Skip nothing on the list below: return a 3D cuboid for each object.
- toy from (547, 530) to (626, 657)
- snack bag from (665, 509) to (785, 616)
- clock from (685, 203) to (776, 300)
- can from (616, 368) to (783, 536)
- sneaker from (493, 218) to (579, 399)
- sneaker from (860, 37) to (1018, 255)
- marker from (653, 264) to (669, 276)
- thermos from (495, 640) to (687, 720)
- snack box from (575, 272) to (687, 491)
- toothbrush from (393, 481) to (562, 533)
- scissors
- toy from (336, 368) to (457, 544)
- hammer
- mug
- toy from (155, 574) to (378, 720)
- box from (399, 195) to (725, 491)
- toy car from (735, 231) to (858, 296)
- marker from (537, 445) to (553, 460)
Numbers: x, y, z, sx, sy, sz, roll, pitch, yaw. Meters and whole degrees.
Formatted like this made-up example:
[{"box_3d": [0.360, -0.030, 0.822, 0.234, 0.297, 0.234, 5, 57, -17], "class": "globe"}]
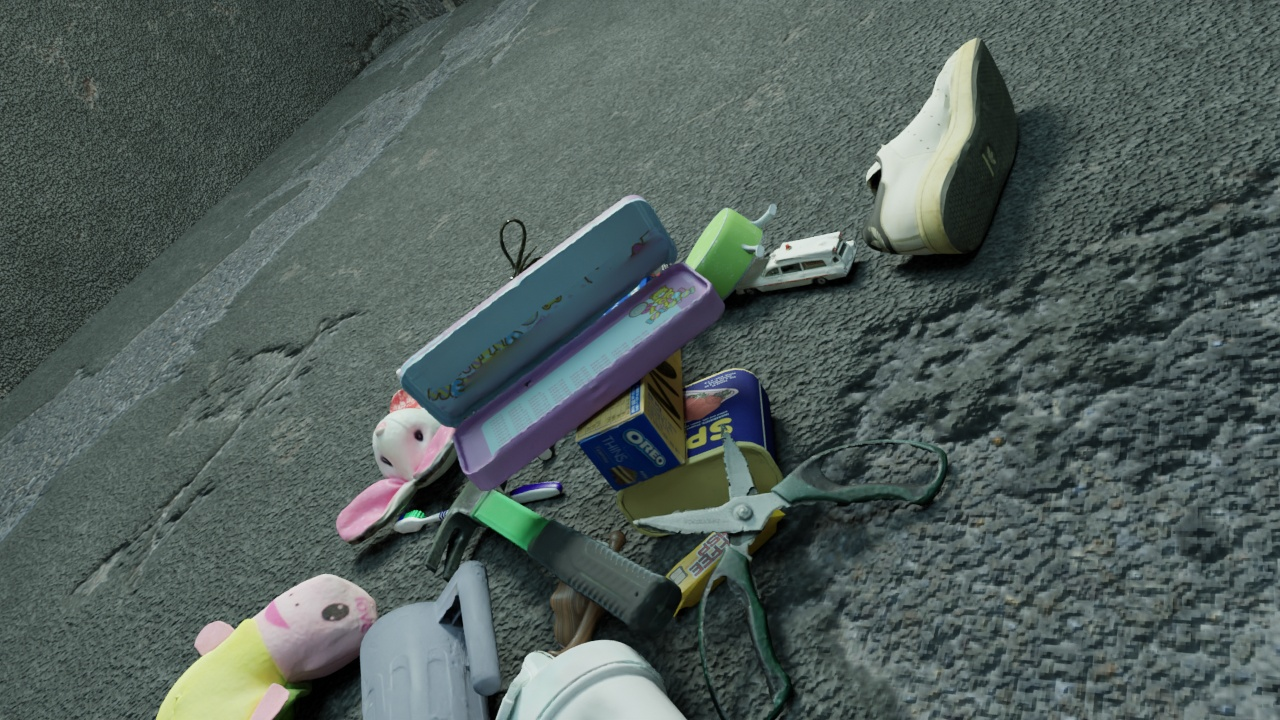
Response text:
[{"box_3d": [-0.040, 0.165, 0.628, 0.055, 0.041, 0.101, -27, 34, 48], "class": "toy"}, {"box_3d": [0.053, 0.129, 0.611, 0.099, 0.020, 0.026, -40, 33, -7], "class": "snack bag"}, {"box_3d": [0.072, -0.093, 0.851, 0.120, 0.042, 0.094, -50, 13, 44], "class": "clock"}, {"box_3d": [0.043, 0.065, 0.674, 0.116, 0.056, 0.092, -23, 32, 19], "class": "can"}, {"box_3d": [-0.106, -0.045, 0.840, 0.238, 0.143, 0.100, -13, 44, 20], "class": "sneaker"}, {"box_3d": [0.251, -0.175, 0.788, 0.103, 0.089, 0.240, -13, 41, 45], "class": "sneaker"}, {"box_3d": [0.022, -0.078, 0.882, 0.021, 0.023, 0.145, -8, 13, 1], "class": "marker"}, {"box_3d": [0.008, 0.223, 0.457, 0.099, 0.099, 0.220, -43, 36, -14], "class": "thermos"}, {"box_3d": [-0.004, 0.004, 0.695, 0.057, 0.056, 0.206, -26, 30, 18], "class": "snack box"}, {"box_3d": [-0.145, 0.128, 0.805, 0.187, 0.015, 0.016, -17, 31, 26], "class": "toothbrush"}, {"box_3d": [0.097, 0.120, 0.556, 0.202, 0.015, 0.201, -8, 56, 6], "class": "scissors"}, {"box_3d": [-0.218, 0.073, 0.885, 0.159, 0.084, 0.194, -39, 29, 21], "class": "toy"}, {"box_3d": [-0.068, 0.127, 0.644, 0.130, 0.032, 0.319, -52, 25, -16], "class": "hammer"}, {"box_3d": [-0.130, 0.210, 0.597, 0.124, 0.083, 0.104, -55, 28, 16], "class": "mug"}, {"box_3d": [-0.309, 0.262, 0.707, 0.190, 0.088, 0.237, 2, 44, 52], "class": "toy"}, {"box_3d": [-0.058, -0.019, 0.629, 0.214, 0.092, 0.089, -37, 29, -1], "class": "box"}, {"box_3d": [0.133, -0.086, 0.810, 0.113, 0.039, 0.039, -6, 42, 39], "class": "toy car"}, {"box_3d": [-0.098, 0.051, 0.860, 0.021, 0.018, 0.123, 7, 29, -17], "class": "marker"}]
